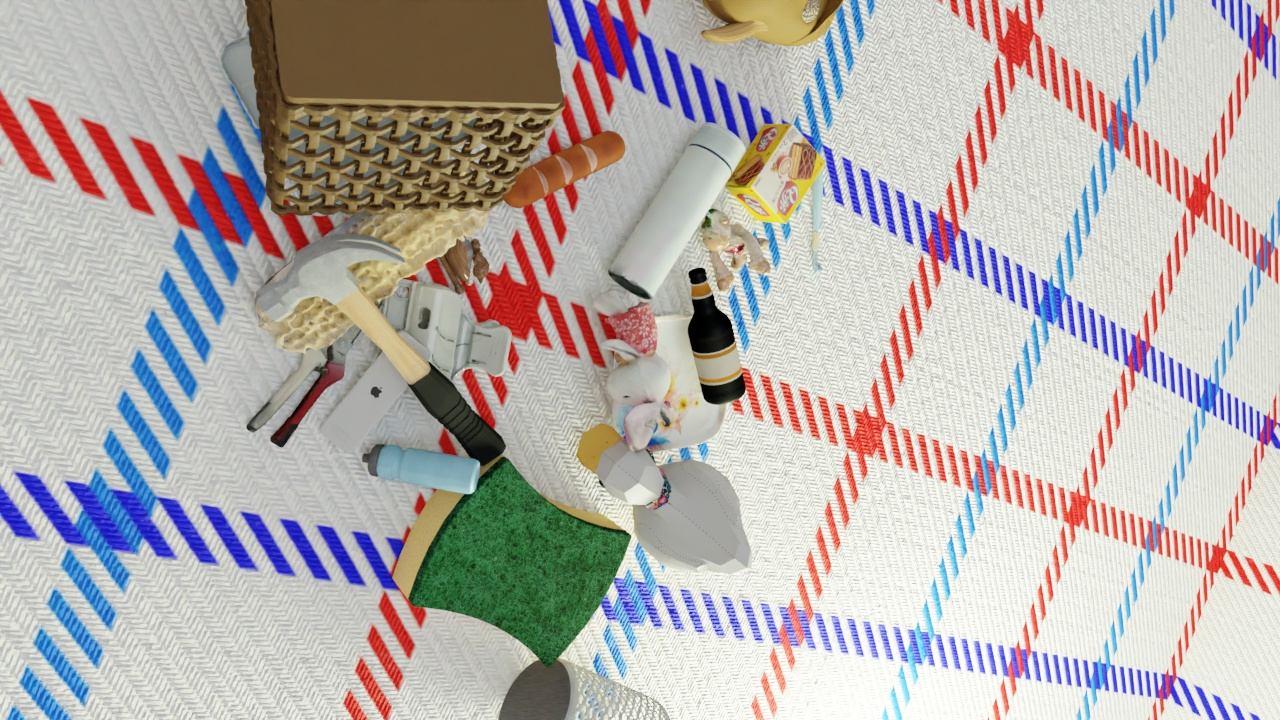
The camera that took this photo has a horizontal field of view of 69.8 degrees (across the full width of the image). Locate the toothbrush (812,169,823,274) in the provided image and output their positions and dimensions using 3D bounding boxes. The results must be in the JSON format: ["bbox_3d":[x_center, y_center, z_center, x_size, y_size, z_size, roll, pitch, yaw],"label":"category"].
[{"bbox_3d":[0.253,-0.200,1.306,0.022,0.016,0.155,-33,124,-58],"label":"toothbrush"}]

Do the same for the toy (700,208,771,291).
[{"bbox_3d":[0.119,-0.154,1.198,0.106,0.085,0.074,50,53,-22],"label":"toy"}]

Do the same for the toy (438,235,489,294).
[{"bbox_3d":[-0.205,-0.122,1.023,0.055,0.041,0.102,-24,125,-1],"label":"toy"}]

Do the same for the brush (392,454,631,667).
[{"bbox_3d":[-0.153,0.241,1.131,0.250,0.075,0.195,38,82,-34],"label":"brush"}]

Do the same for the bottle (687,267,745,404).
[{"bbox_3d":[0.092,-0.034,1.200,0.059,0.059,0.182,-26,115,-25],"label":"bottle"}]

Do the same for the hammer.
[{"bbox_3d":[-0.242,0.003,0.962,0.131,0.039,0.328,-34,131,-2],"label":"hammer"}]

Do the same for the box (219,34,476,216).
[{"bbox_3d":[-0.289,-0.267,0.931,0.209,0.061,0.192,-35,100,-21],"label":"box"}]

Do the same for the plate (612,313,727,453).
[{"bbox_3d":[0.040,0.029,1.232,0.186,0.016,0.187,-7,106,-31],"label":"plate"}]

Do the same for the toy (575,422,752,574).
[{"bbox_3d":[0.045,0.187,1.172,0.141,0.247,0.267,-52,150,-3],"label":"toy"}]

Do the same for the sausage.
[{"bbox_3d":[-0.090,-0.222,1.065,0.164,0.044,0.039,-31,107,-22],"label":"sausage"}]

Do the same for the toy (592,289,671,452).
[{"bbox_3d":[-0.007,0.007,1.125,0.084,0.158,0.194,-14,100,18],"label":"toy"}]

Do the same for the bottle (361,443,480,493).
[{"bbox_3d":[-0.248,0.120,1.031,0.130,0.040,0.040,10,99,0],"label":"bottle"}]

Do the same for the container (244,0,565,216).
[{"bbox_3d":[-0.217,-0.286,0.798,0.219,0.215,0.251,-6,79,-24],"label":"container"}]

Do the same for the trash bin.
[{"bbox_3d":[-0.075,0.487,1.201,0.183,0.156,0.156,38,81,-31],"label":"trash bin"}]

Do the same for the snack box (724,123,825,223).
[{"bbox_3d":[0.178,-0.248,1.218,0.083,0.061,0.105,38,82,-34],"label":"snack box"}]

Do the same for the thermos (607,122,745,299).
[{"bbox_3d":[0.046,-0.188,1.148,0.068,0.068,0.230,36,82,-34],"label":"thermos"}]

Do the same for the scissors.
[{"bbox_3d":[-0.338,0.011,0.984,0.187,0.015,0.146,-23,117,-24],"label":"scissors"}]

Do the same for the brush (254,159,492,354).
[{"bbox_3d":[-0.273,-0.108,0.942,0.271,0.056,0.083,-37,121,-3],"label":"brush"}]

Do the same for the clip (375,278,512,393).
[{"bbox_3d":[-0.221,-0.022,1.032,0.143,0.074,0.125,9,101,-24],"label":"clip"}]

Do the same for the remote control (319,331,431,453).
[{"bbox_3d":[-0.289,0.035,1.002,0.045,0.008,0.147,40,94,-8],"label":"remote control"}]

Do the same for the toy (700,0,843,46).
[{"bbox_3d":[0.165,-0.453,1.107,0.203,0.163,0.199,15,97,-45],"label":"toy"}]
